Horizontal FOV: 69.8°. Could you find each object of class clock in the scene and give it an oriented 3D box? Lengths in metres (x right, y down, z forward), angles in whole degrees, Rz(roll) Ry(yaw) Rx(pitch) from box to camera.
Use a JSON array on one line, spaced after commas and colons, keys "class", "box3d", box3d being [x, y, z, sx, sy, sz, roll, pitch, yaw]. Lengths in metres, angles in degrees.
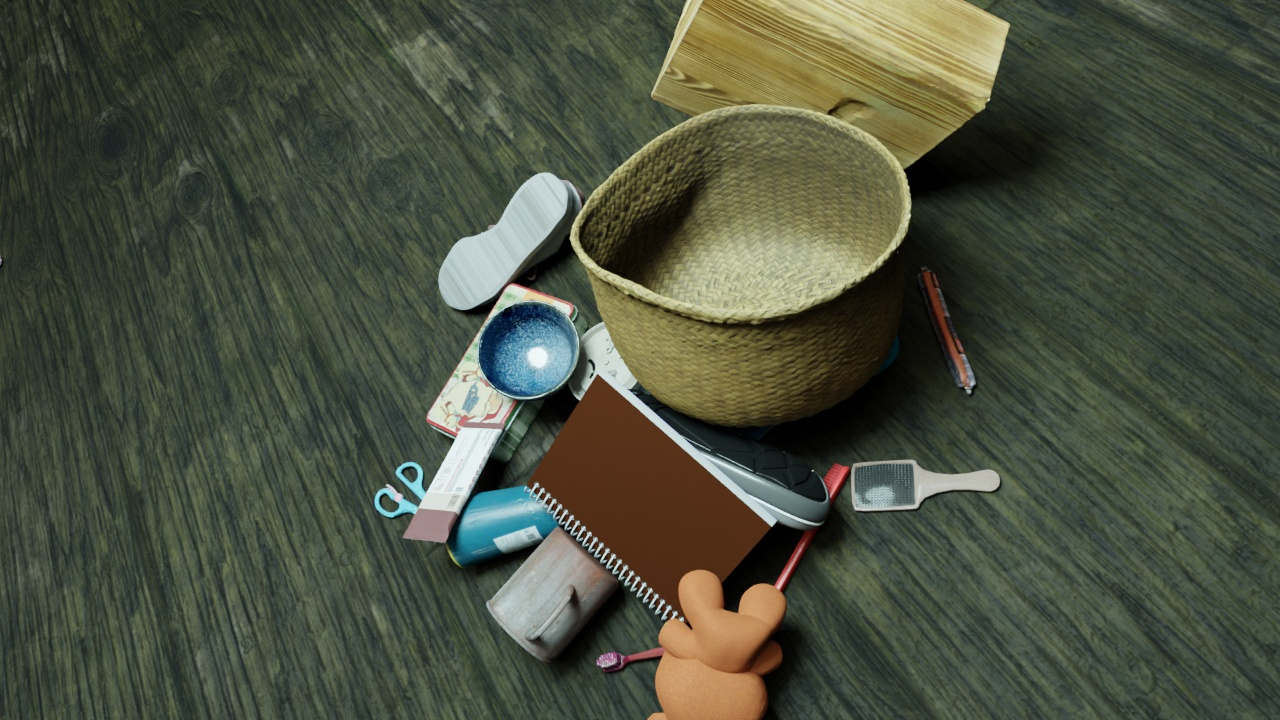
[{"class": "clock", "box3d": [-0.006, 0.006, 1.025, 0.157, 0.061, 0.103, -20, 56, 22]}]

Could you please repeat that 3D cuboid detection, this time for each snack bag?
[{"class": "snack bag", "box3d": [-0.199, 0.128, 0.991, 0.057, 0.013, 0.157, 1, 47, 25]}]

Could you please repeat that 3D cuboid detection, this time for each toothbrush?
[{"class": "toothbrush", "box3d": [0.044, 0.270, 0.874, 0.190, 0.016, 0.016, -20, 52, 19]}, {"class": "toothbrush", "box3d": [0.144, 0.191, 0.886, 0.018, 0.012, 0.212, 25, 75, 32]}]

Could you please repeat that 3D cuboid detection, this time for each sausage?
[{"class": "sausage", "box3d": [0.308, -0.034, 0.930, 0.020, 0.020, 0.155, -18, 58, 14]}]

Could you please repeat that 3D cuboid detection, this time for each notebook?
[{"class": "notebook", "box3d": [0.000, 0.138, 0.875, 0.209, 0.022, 0.172, 41, 122, 12]}]

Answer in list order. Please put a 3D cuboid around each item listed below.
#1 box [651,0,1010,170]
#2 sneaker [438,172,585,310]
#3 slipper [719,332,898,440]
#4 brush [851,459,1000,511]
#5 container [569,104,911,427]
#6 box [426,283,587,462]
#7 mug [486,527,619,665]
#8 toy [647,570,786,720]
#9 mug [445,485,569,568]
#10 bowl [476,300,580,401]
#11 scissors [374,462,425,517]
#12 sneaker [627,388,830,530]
[{"class": "box", "box3d": [0.205, -0.393, 0.975, 0.279, 0.287, 0.335, 21, 73, -9]}, {"class": "sneaker", "box3d": [-0.156, -0.145, 1.171, 0.237, 0.089, 0.099, -37, 75, 26]}, {"class": "slipper", "box3d": [0.125, 0.021, 0.959, 0.295, 0.060, 0.118, -28, 52, 8]}, {"class": "brush", "box3d": [0.268, 0.116, 0.869, 0.136, 0.015, 0.049, -6, 63, 21]}, {"class": "container", "box3d": [0.108, -0.084, 0.888, 0.307, 0.197, 0.306, -9, 46, 9]}, {"class": "box", "box3d": [-0.160, 0.012, 1.097, 0.118, 0.051, 0.205, 23, 73, 31]}, {"class": "mug", "box3d": [-0.084, 0.233, 0.902, 0.096, 0.123, 0.110, 38, 83, -8]}, {"class": "toy", "box3d": [0.066, 0.278, 0.810, 0.112, 0.096, 0.176, 15, 84, -5]}, {"class": "mug", "box3d": [-0.142, 0.172, 0.989, 0.121, 0.078, 0.078, -15, 58, 11]}, {"class": "bowl", "box3d": [-0.120, -0.005, 1.024, 0.114, 0.061, 0.114, -1, 73, 3]}, {"class": "scissors", "box3d": [-0.250, 0.165, 1.080, 0.141, 0.015, 0.075, 21, 72, 25]}, {"class": "sneaker", "box3d": [0.049, 0.140, 0.905, 0.257, 0.092, 0.161, 25, 111, 23]}]
